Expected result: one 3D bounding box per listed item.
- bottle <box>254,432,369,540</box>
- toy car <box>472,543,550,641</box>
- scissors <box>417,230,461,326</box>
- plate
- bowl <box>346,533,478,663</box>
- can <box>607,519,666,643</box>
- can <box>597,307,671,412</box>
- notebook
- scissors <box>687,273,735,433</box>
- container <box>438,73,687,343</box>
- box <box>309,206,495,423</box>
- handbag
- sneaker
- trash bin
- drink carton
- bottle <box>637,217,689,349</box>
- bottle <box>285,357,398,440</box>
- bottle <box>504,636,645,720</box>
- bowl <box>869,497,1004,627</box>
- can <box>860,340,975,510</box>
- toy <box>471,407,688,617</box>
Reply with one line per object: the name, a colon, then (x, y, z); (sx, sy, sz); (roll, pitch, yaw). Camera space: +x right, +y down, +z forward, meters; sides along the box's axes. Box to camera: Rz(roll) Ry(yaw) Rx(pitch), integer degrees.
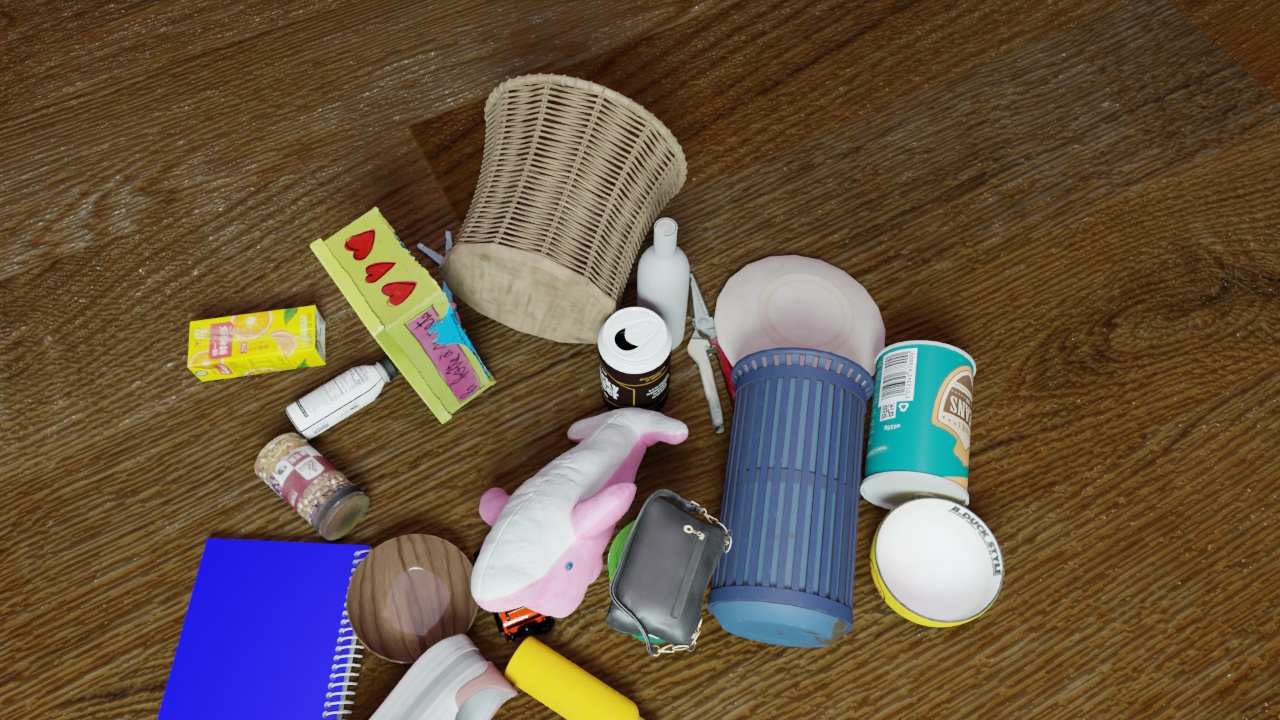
bottle: (-0.324, 0.123, 0.904); (0.105, 0.056, 0.056); (36, 68, 17)
toy car: (-0.121, 0.210, 0.862); (0.051, 0.049, 0.100); (-20, 64, -10)
scissors: (-0.197, -0.096, 1.042); (0.118, 0.015, 0.139); (-7, 69, -4)
plate: (0.176, -0.044, 0.997); (0.188, 0.027, 0.188); (2, 60, -4)
bowl: (-0.212, 0.225, 0.859); (0.119, 0.032, 0.119); (5, 62, -9)
can: (0.014, 0.198, 0.814); (0.083, 0.144, 0.083); (0, 62, 0)
can: (-0.005, 0.005, 0.923); (0.072, 0.129, 0.071); (0, 62, 0)
notebook: (-0.342, 0.272, 0.848); (0.171, 0.022, 0.208); (2, 63, 3)
scissors: (0.082, -0.013, 0.997); (0.140, 0.015, 0.188); (17, 64, 10)
container: (-0.086, -0.146, 0.960); (0.227, 0.227, 0.195); (15, 70, 8)
box: (-0.224, -0.037, 0.892); (0.079, 0.221, 0.124); (-38, 71, -10)
handbag: (0.023, 0.166, 0.719); (0.079, 0.054, 0.128); (18, 61, 6)
sneaker: (-0.190, 0.348, 0.764); (0.089, 0.099, 0.235); (23, 62, 27)
trash bin: (0.140, 0.130, 0.856); (0.139, 0.139, 0.249); (8, 64, 4)
drink carton: (-0.412, -0.018, 0.986); (0.134, 0.043, 0.058); (-8, 64, -3)
bottle: (0.023, -0.077, 0.928); (0.052, 0.195, 0.052); (0, 62, 0)
bottle: (-0.308, 0.036, 0.958); (0.116, 0.041, 0.041); (-34, 67, -16)
bottle: (-0.050, 0.302, 0.817); (0.144, 0.043, 0.043); (28, 66, 14)
bowl: (0.270, 0.194, 0.859); (0.117, 0.068, 0.117); (0, 63, 0)
can: (0.275, 0.067, 0.907); (0.099, 0.099, 0.143); (11, 63, 6)
toy: (-0.056, 0.148, 0.850); (0.187, 0.128, 0.264); (-5, 33, 39)
